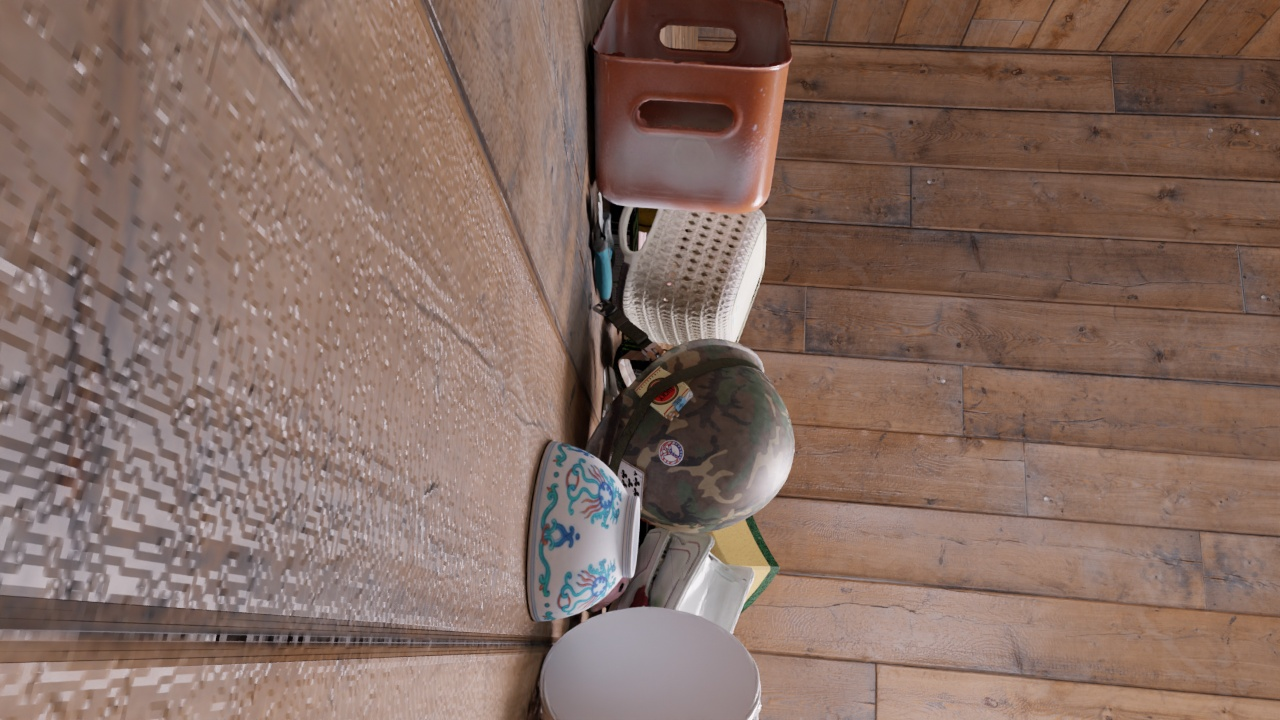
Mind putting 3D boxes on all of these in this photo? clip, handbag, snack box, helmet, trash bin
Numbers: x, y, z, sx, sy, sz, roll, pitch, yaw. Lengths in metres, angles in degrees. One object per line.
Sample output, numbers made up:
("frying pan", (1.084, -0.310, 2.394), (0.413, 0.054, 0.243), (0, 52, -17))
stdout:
("clip", (-0.036, 0.056, 1.118), (0.102, 0.040, 0.054), (86, -11, -54))
("handbag", (0.018, 0.283, 0.992), (0.142, 0.096, 0.198), (-9, -132, 53))
("snack box", (-0.019, -0.140, 1.120), (0.080, 0.025, 0.148), (-80, 173, -54))
("helmet", (0.035, 0.067, 0.949), (0.193, 0.224, 0.236), (78, -10, -54))
("trash bin", (0.051, -0.267, 0.932), (0.259, 0.181, 0.158), (-82, 175, -56))

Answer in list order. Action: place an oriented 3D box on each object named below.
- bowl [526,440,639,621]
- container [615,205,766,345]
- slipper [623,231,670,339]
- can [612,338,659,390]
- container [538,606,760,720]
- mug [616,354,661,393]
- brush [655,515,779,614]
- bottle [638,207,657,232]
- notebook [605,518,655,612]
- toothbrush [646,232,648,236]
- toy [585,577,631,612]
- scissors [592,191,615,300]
("bowl", (-0.040, 0.139, 0.741), (0.144, 0.074, 0.144), (6, 88, -86))
("container", (0.060, -0.105, 1.072), (0.252, 0.143, 0.184), (63, 48, -74))
("slipper", (0.012, -0.119, 1.295), (0.094, 0.064, 0.240), (-76, 167, -68))
("can", (-0.007, 0.006, 1.120), (0.138, 0.054, 0.054), (109, -15, -80))
("container", (0.007, 0.346, 0.795), (0.189, 0.189, 0.187), (-76, 167, -67))
("mug", (0.012, 0.054, 1.249), (0.110, 0.096, 0.123), (-21, 106, -78))
("brush", (0.062, 0.210, 1.179), (0.196, 0.075, 0.249), (-51, -137, 41))
("bottle", (0.017, -0.249, 1.204), (0.071, 0.071, 0.163), (88, 7, -51))
("notebook", (-0.016, 0.272, 1.175), (0.169, 0.019, 0.231), (-147, -122, -70))
("toothbrush", (0.005, -0.209, 1.371), (0.030, 0.031, 0.197), (-109, -165, -64))
("toy", (-0.034, 0.226, 0.988), (0.095, 0.053, 0.099), (-53, 166, -17))
("scissors", (-0.038, -0.112, 0.932), (0.130, 0.019, 0.151), (-75, 169, -72))
